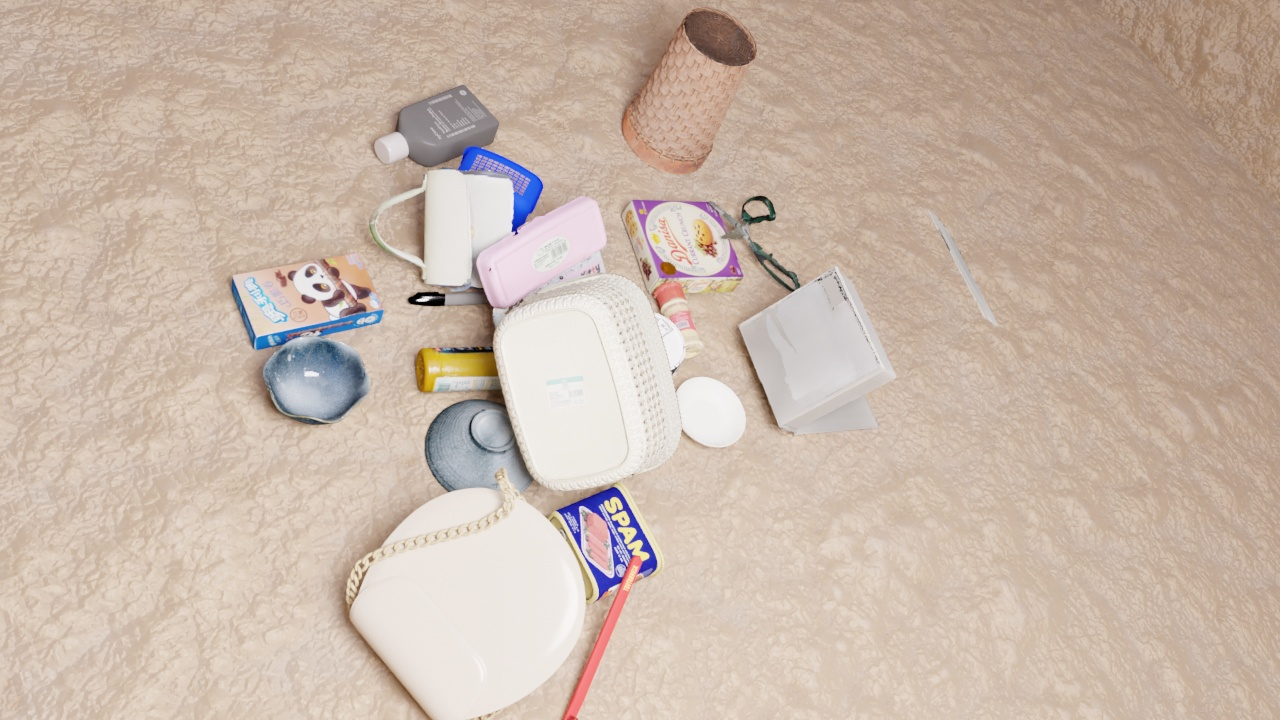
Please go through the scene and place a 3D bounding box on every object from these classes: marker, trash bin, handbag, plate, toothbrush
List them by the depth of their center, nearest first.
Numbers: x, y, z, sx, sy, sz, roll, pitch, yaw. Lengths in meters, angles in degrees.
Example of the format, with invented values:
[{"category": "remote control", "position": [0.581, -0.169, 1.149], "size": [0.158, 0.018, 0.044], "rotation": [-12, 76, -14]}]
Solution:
[{"category": "handbag", "position": [-0.164, 0.238, 0.917], "size": [0.208, 0.103, 0.210], "rotation": [-41, 81, -16]}, {"category": "toothbrush", "position": [-0.041, 0.306, 0.972], "size": [0.012, 0.018, 0.212], "rotation": [33, 67, -19]}, {"category": "handbag", "position": [-0.247, -0.163, 1.142], "size": [0.176, 0.074, 0.151], "rotation": [2, 97, -12]}, {"category": "marker", "position": [-0.227, -0.081, 1.171], "size": [0.138, 0.022, 0.016], "rotation": [-5, 57, -26]}, {"category": "plate", "position": [0.088, 0.073, 1.217], "size": [0.104, 0.026, 0.104], "rotation": [12, 56, -19]}, {"category": "trash bin", "position": [0.077, -0.411, 1.409], "size": [0.151, 0.211, 0.151], "rotation": [12, 56, -18]}]

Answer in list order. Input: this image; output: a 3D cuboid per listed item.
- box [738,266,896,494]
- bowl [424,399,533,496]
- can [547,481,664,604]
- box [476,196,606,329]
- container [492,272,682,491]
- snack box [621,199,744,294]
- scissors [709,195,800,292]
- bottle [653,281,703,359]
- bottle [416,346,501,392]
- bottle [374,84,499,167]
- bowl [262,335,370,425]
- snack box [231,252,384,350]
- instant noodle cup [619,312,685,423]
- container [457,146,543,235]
[{"category": "box", "position": [0.270, 0.047, 1.372], "size": [0.173, 0.422, 0.167], "rotation": [-20, 64, 5]}, {"category": "bowl", "position": [-0.175, 0.092, 1.060], "size": [0.137, 0.057, 0.136], "rotation": [12, 55, -18]}, {"category": "can", "position": [-0.042, 0.209, 1.048], "size": [0.092, 0.057, 0.116], "rotation": [-18, 69, -32]}, {"category": "box", "position": [-0.114, -0.108, 1.174], "size": [0.200, 0.038, 0.152], "rotation": [-38, 124, -36]}, {"category": "container", "position": [-0.063, 0.029, 1.031], "size": [0.142, 0.185, 0.246], "rotation": [-28, 103, -75]}, {"category": "snack box", "position": [0.062, -0.168, 1.352], "size": [0.147, 0.041, 0.143], "rotation": [-4, 61, -27]}, {"category": "scissors", "position": [0.185, -0.203, 1.430], "size": [0.201, 0.015, 0.202], "rotation": [39, 41, -18]}, {"category": "bottle", "position": [0.053, -0.056, 1.274], "size": [0.044, 0.044, 0.109], "rotation": [-4, 62, -27]}, {"category": "bottle", "position": [-0.175, 0.009, 1.117], "size": [0.185, 0.053, 0.053], "rotation": [-2, 60, -26]}, {"category": "bottle", "position": [-0.290, -0.319, 1.281], "size": [0.084, 0.046, 0.173], "rotation": [47, 52, 9]}, {"category": "bowl", "position": [-0.359, 0.031, 1.015], "size": [0.110, 0.055, 0.110], "rotation": [12, 54, -18]}, {"category": "snack box", "position": [-0.390, -0.072, 1.081], "size": [0.151, 0.034, 0.087], "rotation": [-16, 67, -32]}, {"category": "instant noodle cup", "position": [-0.007, 0.007, 1.153], "size": [0.123, 0.122, 0.123], "rotation": [12, 55, -18]}, {"category": "container", "position": [-0.198, -0.222, 1.232], "size": [0.114, 0.096, 0.058], "rotation": [25, 57, -9]}]
